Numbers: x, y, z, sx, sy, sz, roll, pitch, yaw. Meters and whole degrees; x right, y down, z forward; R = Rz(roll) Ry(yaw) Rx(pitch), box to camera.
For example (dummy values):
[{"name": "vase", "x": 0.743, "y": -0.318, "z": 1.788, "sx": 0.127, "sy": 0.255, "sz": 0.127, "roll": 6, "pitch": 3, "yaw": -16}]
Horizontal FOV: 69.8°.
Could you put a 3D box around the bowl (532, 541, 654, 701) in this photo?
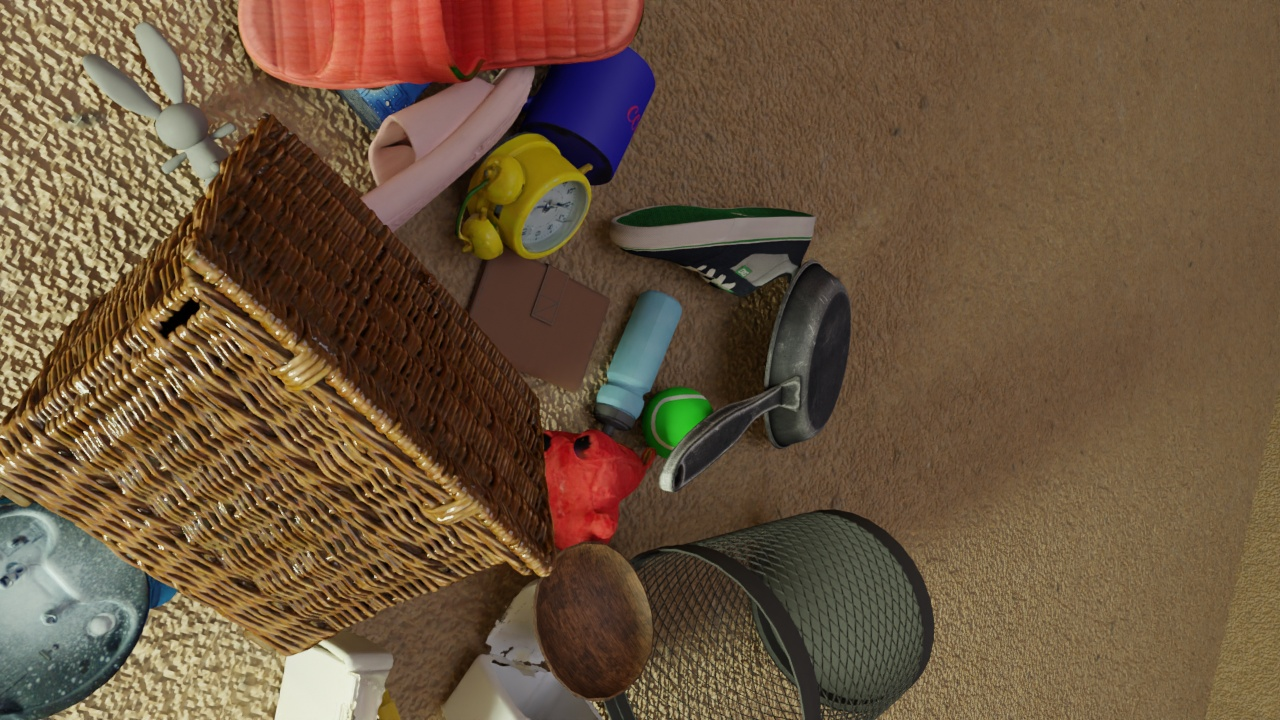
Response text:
[{"name": "bowl", "x": -0.040, "y": 0.193, "z": 0.683, "sx": 0.101, "sy": 0.026, "sz": 0.114, "roll": -24, "pitch": 92, "yaw": -40}]

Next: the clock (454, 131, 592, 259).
[{"name": "clock", "x": -0.089, "y": -0.115, "z": 0.662, "sx": 0.118, "sy": 0.057, "sz": 0.083, "roll": -23, "pitch": 147, "yaw": -46}]

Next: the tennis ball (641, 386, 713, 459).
[{"name": "tennis ball", "x": 0.034, "y": 0.056, "z": 0.804, "sx": 0.065, "sy": 0.065, "sz": 0.065, "roll": -4, "pitch": 97, "yaw": -42}]

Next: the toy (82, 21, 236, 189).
[{"name": "toy", "x": -0.269, "y": -0.137, "z": 0.539, "sx": 0.049, "sy": 0.030, "sz": 0.112, "roll": -40, "pitch": 125, "yaw": -16}]

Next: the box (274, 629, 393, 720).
[{"name": "box", "x": -0.188, "y": 0.243, "z": 0.540, "sx": 0.070, "sy": 0.187, "sz": 0.143, "roll": 15, "pitch": 77, "yaw": -41}]

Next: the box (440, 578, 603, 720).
[{"name": "box", "x": -0.066, "y": 0.239, "z": 0.700, "sx": 0.109, "sy": 0.121, "sz": 0.136, "roll": 33, "pitch": 94, "yaw": -39}]

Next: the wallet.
[{"name": "wallet", "x": -0.082, "y": -0.033, "z": 0.727, "sx": 0.121, "sy": 0.013, "sz": 0.087, "roll": 26, "pitch": 79, "yaw": -39}]

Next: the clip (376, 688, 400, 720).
[{"name": "clip", "x": -0.187, "y": 0.268, "z": 0.650, "sx": 0.049, "sy": 0.045, "sz": 0.054, "roll": -44, "pitch": 126, "yaw": -60}]

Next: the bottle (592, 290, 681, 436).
[{"name": "bottle", "x": -0.005, "y": 0.005, "z": 0.782, "sx": 0.040, "sy": 0.040, "sz": 0.130, "roll": 35, "pitch": 71, "yaw": -38}]

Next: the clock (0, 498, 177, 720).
[{"name": "clock", "x": -0.320, "y": 0.117, "z": 0.498, "sx": 0.161, "sy": 0.060, "sz": 0.117, "roll": -43, "pitch": 119, "yaw": -33}]

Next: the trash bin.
[{"name": "trash bin", "x": 0.116, "y": 0.246, "z": 0.803, "sx": 0.226, "sy": 0.218, "sz": 0.218, "roll": -8, "pitch": 99, "yaw": -45}]

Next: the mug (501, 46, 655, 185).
[{"name": "mug", "x": -0.055, "y": -0.199, "z": 0.703, "sx": 0.111, "sy": 0.079, "sz": 0.083, "roll": 27, "pitch": 74, "yaw": -11}]

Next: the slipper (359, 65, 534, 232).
[{"name": "slipper", "x": -0.154, "y": -0.127, "z": 0.603, "sx": 0.055, "sy": 0.107, "sz": 0.221, "roll": 48, "pitch": 68, "yaw": -14}]

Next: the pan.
[{"name": "pan", "x": 0.120, "y": 0.029, "z": 0.835, "sx": 0.355, "sy": 0.055, "sz": 0.187, "roll": -40, "pitch": 135, "yaw": -52}]

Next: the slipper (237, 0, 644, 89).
[{"name": "slipper", "x": -0.119, "y": -0.219, "z": 0.551, "sx": 0.248, "sy": 0.059, "sz": 0.103, "roll": -6, "pitch": 100, "yaw": -5}]

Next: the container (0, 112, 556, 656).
[{"name": "container", "x": -0.193, "y": 0.033, "z": 0.505, "sx": 0.183, "sy": 0.162, "sz": 0.250, "roll": -31, "pitch": 124, "yaw": 12}]

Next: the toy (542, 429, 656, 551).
[{"name": "toy", "x": -0.035, "y": 0.122, "z": 0.744, "sx": 0.094, "sy": 0.088, "sz": 0.133, "roll": 12, "pitch": 88, "yaw": -54}]

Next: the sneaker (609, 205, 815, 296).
[{"name": "sneaker", "x": 0.069, "y": -0.094, "z": 0.817, "sx": 0.234, "sy": 0.084, "sz": 0.079, "roll": -7, "pitch": 111, "yaw": -42}]

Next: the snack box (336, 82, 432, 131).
[{"name": "snack box", "x": -0.159, "y": -0.237, "z": 0.631, "sx": 0.082, "sy": 0.027, "sz": 0.150, "roll": 50, "pitch": 62, "yaw": -33}]
